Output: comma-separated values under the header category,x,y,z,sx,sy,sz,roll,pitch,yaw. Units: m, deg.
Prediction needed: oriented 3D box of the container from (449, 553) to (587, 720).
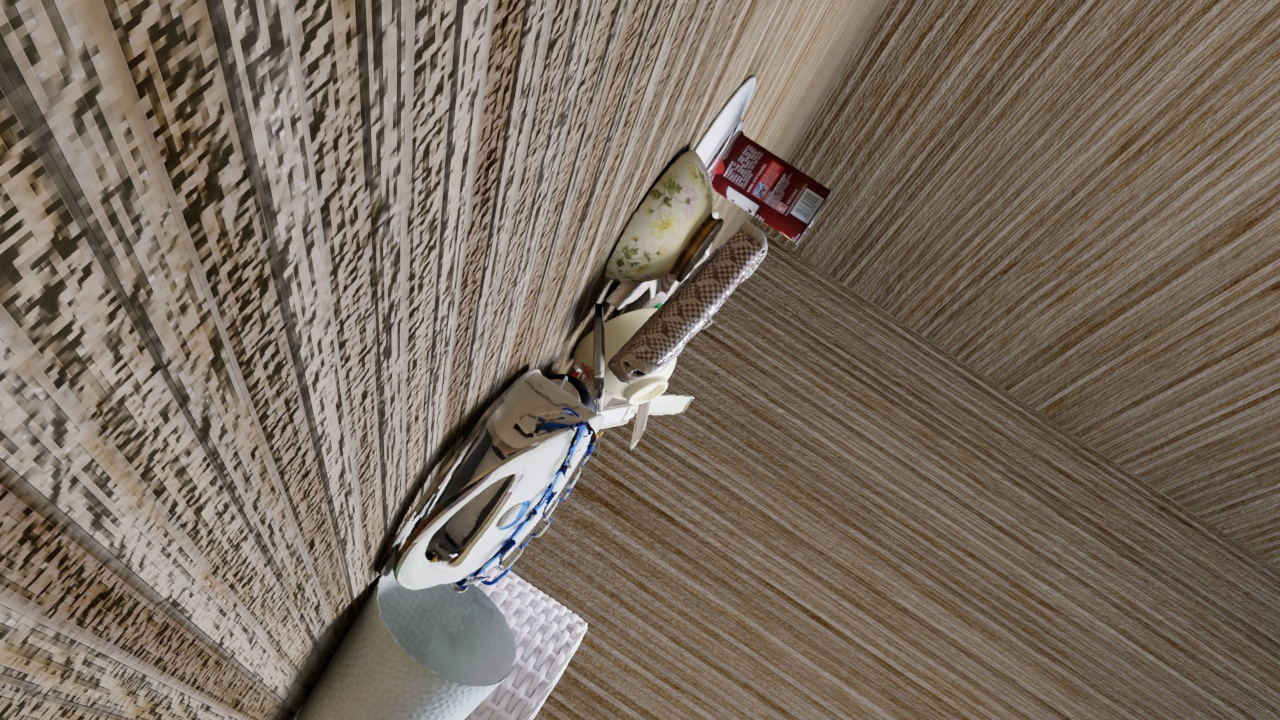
category,x,y,z,sx,sy,sz,roll,pitch,yaw
container,-0.191,0.342,1.099,0.189,0.187,0.189,-56,177,-4

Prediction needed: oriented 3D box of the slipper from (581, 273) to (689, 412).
category,x,y,z,sx,sy,sz,roll,pitch,yaw
slipper,-0.002,-0.031,1.163,0.115,0.054,0.271,-34,-160,54

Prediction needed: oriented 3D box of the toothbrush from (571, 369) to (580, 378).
category,x,y,z,sx,sy,sz,roll,pitch,yaw
toothbrush,-0.093,0.049,1.155,0.213,0.018,0.012,-58,177,35

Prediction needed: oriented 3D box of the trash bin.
category,x,y,z,sx,sy,sz,roll,pitch,yaw
trash bin,-0.204,0.274,0.773,0.161,0.133,0.133,-52,179,15

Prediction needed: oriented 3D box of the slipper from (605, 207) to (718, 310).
category,x,y,z,sx,sy,sz,roll,pitch,yaw
slipper,0.036,-0.112,1.062,0.115,0.052,0.262,-47,180,30

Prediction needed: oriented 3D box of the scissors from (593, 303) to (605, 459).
category,x,y,z,sx,sy,sz,roll,pitch,yaw
scissors,-0.042,0.021,0.910,0.157,0.012,0.170,93,-3,-77

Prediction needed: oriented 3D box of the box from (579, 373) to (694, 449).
category,x,y,z,sx,sy,sz,roll,pitch,yaw
box,0.000,0.079,1.300,0.183,0.098,0.144,-9,156,-18

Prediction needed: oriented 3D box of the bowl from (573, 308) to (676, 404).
category,x,y,z,sx,sy,sz,roll,pitch,yaw
bowl,-0.006,0.006,1.017,0.118,0.074,0.118,-22,158,-9

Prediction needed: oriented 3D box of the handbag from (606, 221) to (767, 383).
category,x,y,z,sx,sy,sz,roll,pitch,yaw
handbag,0.046,-0.048,0.892,0.185,0.047,0.124,-47,-175,-8

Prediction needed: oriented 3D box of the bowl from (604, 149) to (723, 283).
category,x,y,z,sx,sy,sz,roll,pitch,yaw
bowl,0.033,-0.120,0.863,0.145,0.063,0.145,-54,175,-7

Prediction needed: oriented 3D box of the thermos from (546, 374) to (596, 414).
category,x,y,z,sx,sy,sz,roll,pitch,yaw
thermos,-0.079,0.048,0.941,0.061,0.061,0.231,-56,177,-6

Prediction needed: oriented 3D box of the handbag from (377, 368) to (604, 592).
category,x,y,z,sx,sy,sz,roll,pitch,yaw
handbag,-0.120,0.111,0.749,0.201,0.093,0.199,-57,170,27

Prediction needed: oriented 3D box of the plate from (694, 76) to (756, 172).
category,x,y,z,sx,sy,sz,roll,pitch,yaw
plate,0.072,-0.213,1.001,0.208,0.015,0.208,-56,177,-4

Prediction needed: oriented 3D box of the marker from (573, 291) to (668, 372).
category,x,y,z,sx,sy,sz,roll,pitch,yaw
marker,-0.024,-0.030,1.044,0.146,0.017,0.017,-38,-173,29

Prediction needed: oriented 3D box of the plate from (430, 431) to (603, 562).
category,x,y,z,sx,sy,sz,roll,pitch,yaw
plate,-0.136,0.141,0.980,0.229,0.021,0.230,-38,176,-3

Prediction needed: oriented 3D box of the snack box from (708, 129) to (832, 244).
category,x,y,z,sx,sy,sz,roll,pitch,yaw
snack box,0.138,-0.186,0.991,0.072,0.121,0.072,-57,178,-3
